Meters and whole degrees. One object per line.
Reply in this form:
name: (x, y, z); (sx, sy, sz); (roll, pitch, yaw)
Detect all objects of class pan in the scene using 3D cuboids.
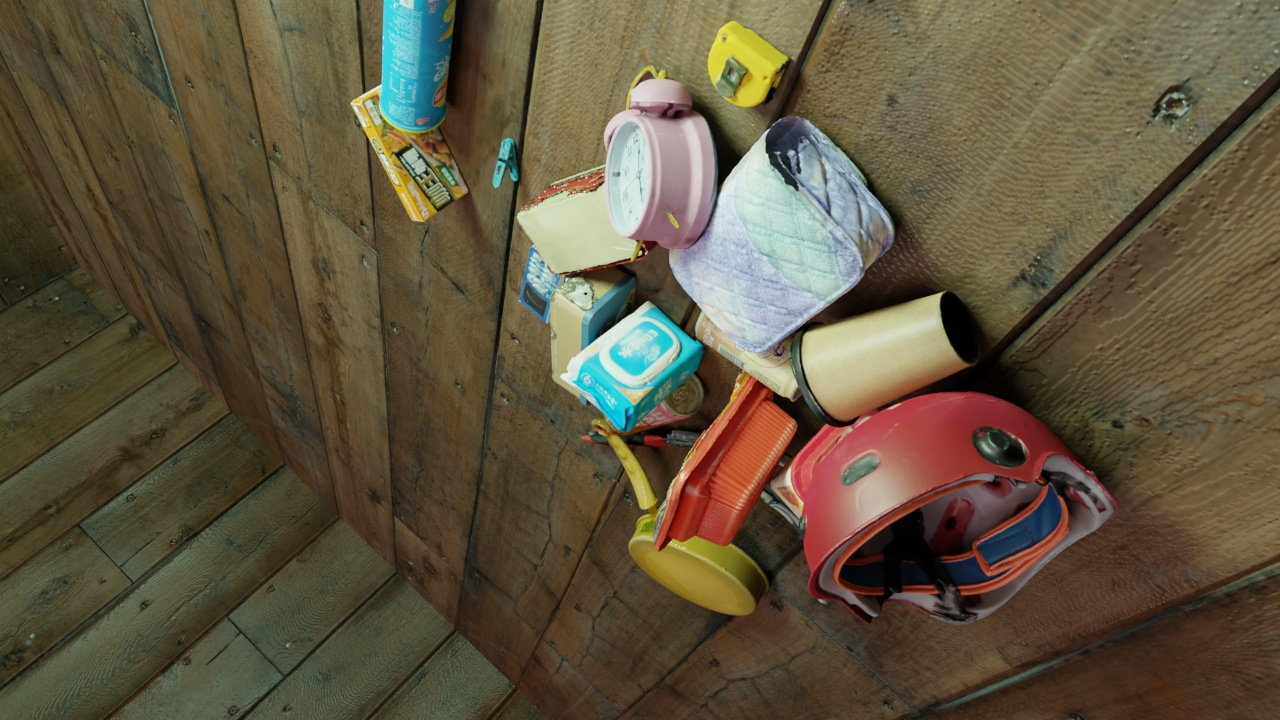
pan: (0.036, 0.212, 1.210); (0.198, 0.078, 0.357); (-6, 135, 48)

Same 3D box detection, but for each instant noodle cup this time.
instant noodle cup: (0.091, 0.106, 0.924); (0.079, 0.188, 0.165); (30, 149, 12)
instant noodle cup: (0.194, 0.116, 0.886); (0.116, 0.116, 0.124); (48, 162, -2)

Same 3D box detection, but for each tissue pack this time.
tissue pack: (-0.006, 0.006, 0.969); (0.090, 0.139, 0.063); (41, 151, 17)

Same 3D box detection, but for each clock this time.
clock: (0.011, -0.172, 0.780); (0.117, 0.059, 0.158); (150, 117, -64)

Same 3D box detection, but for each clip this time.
clip: (-0.144, -0.215, 0.996); (0.013, 0.033, 0.054); (32, 130, 23)

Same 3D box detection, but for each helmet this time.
helmet: (0.226, 0.105, 0.734); (0.143, 0.239, 0.208); (-106, 33, -41)

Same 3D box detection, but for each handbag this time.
handbag: (0.111, -0.097, 0.764); (0.134, 0.075, 0.194); (47, 148, 0)

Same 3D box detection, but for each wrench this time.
wrench: (0.003, 0.102, 1.171); (0.056, 0.016, 0.274); (18, 167, -29)

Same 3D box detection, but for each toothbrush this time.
toothbrush: (0.150, 0.164, 1.047); (0.191, 0.018, 0.016); (41, 149, 9)

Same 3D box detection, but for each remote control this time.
remote control: (-0.116, -0.092, 1.101); (0.049, 0.024, 0.125); (41, 148, 9)

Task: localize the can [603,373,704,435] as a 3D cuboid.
can: (0.013, 0.050, 1.074); (0.058, 0.057, 0.148); (52, 150, -9)

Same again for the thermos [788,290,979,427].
thermos: (0.194, -0.004, 0.745); (0.144, 0.092, 0.093); (-25, 107, 40)

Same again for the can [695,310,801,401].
can: (0.113, -0.016, 0.871); (0.116, 0.058, 0.059); (35, 148, 18)

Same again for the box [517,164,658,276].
box: (-0.051, -0.138, 0.915); (0.169, 0.075, 0.091); (-4, 124, 52)

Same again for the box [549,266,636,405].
box: (-0.055, -0.028, 1.040); (0.060, 0.089, 0.185); (32, 149, 21)

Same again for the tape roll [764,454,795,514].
tape roll: (0.163, 0.139, 1.035); (0.086, 0.013, 0.086); (32, 147, 24)

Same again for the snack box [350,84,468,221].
snack box: (-0.263, -0.244, 1.055); (0.026, 0.075, 0.154); (14, 137, 44)

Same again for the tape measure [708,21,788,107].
tape measure: (0.078, -0.222, 0.702); (0.060, 0.028, 0.057); (41, 150, 10)

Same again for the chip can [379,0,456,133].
chip can: (-0.222, -0.324, 0.916); (0.071, 0.071, 0.211); (42, 149, 8)
